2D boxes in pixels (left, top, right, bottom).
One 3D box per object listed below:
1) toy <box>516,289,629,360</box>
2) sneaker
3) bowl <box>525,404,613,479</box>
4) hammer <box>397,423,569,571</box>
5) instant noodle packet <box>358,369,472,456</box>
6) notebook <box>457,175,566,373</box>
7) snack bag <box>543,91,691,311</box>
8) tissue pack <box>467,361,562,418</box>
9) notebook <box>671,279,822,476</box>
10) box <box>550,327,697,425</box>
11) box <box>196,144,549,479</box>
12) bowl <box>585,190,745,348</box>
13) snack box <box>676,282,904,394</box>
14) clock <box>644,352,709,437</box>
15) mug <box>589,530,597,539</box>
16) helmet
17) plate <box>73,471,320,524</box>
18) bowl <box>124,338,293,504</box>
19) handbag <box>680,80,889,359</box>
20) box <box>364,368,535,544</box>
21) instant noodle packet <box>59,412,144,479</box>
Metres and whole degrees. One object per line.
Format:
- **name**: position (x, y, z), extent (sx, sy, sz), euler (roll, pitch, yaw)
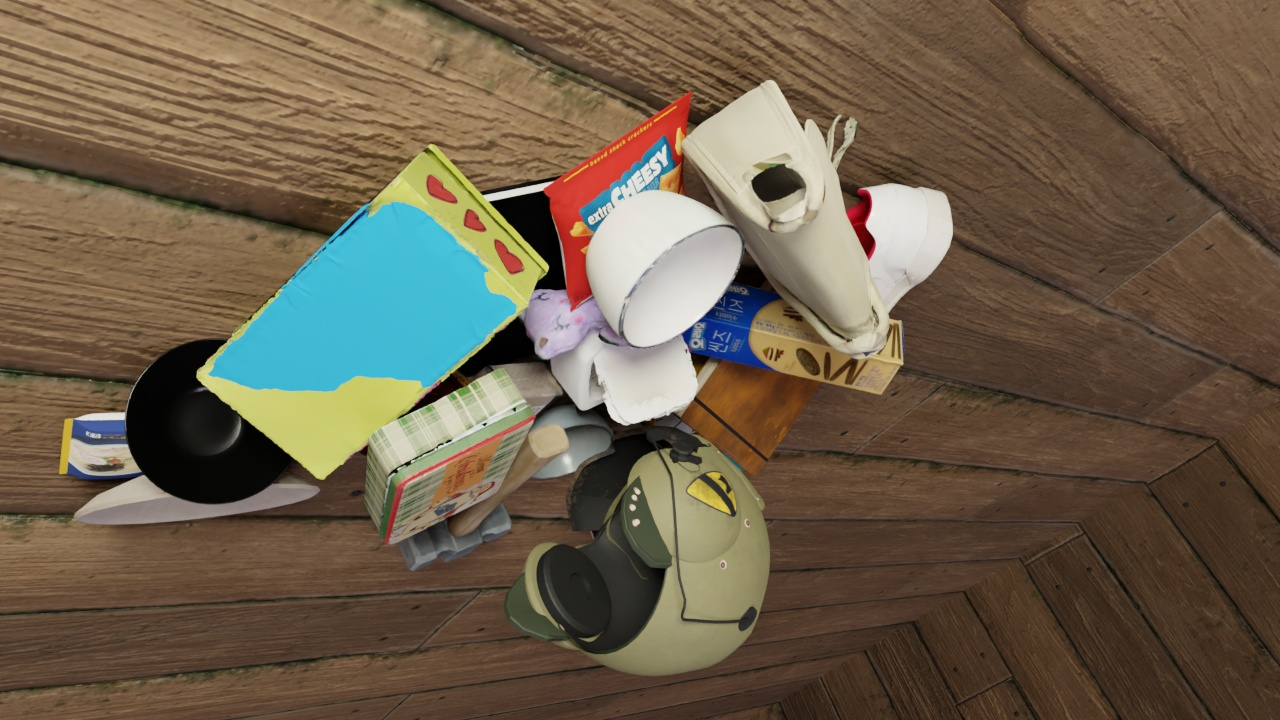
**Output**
- **toy**: position (-0.047, -0.034, 0.748), extent (0.099, 0.080, 0.037), euler (-21, 148, -19)
- **sneaker**: position (0.187, -0.078, 0.877), extent (0.104, 0.090, 0.237), euler (11, 146, -15)
- **bowl**: position (-0.084, 0.080, 0.965), extent (0.106, 0.039, 0.106), euler (-17, 149, -11)
- **hammer**: position (-0.148, 0.135, 0.916), extent (0.117, 0.051, 0.324), euler (-17, 164, -34)
- **instant noodle packet**: position (-0.210, 0.035, 0.780), extent (0.136, 0.039, 0.098), euler (-32, 133, 25)
- **notebook**: position (-0.108, -0.063, 0.749), extent (0.148, 0.016, 0.207), euler (-15, 148, -17)
- **snack bag**: position (-0.012, -0.116, 0.688), extent (0.130, 0.039, 0.144), euler (-37, 154, -18)
- **tissue pack**: position (-0.170, 0.062, 0.865), extent (0.182, 0.071, 0.103), euler (-38, 162, 27)
- **notebook**: position (0.127, 0.038, 0.995), extent (0.178, 0.014, 0.249), euler (-54, 147, -3)
- **box**: position (-0.003, 0.009, 0.807), extent (0.109, 0.130, 0.103), euler (-29, 154, -24)
- **box**: position (-0.184, -0.030, 0.638), extent (0.221, 0.082, 0.124), euler (-40, 109, 19)
- **bowl**: position (0.012, -0.072, 0.664), extent (0.116, 0.065, 0.116), euler (-33, 153, -19)
- **snack box**: position (0.136, -0.023, 0.851), extent (0.206, 0.057, 0.056), euler (12, 143, -3)
- **clock**: position (0.054, 0.051, 1.006), extent (0.113, 0.052, 0.152), euler (-16, 145, -13)
- **mug**: position (-0.023, 0.222, 1.211), extent (0.082, 0.073, 0.106), euler (-19, 178, -8)
- **helmet**: position (0.006, 0.168, 0.873), extent (0.232, 0.255, 0.251), euler (13, 135, -41)
- **plate**: position (-0.375, 0.112, 0.786), extent (0.188, 0.027, 0.189), euler (-9, 168, -2)
- **bowl**: position (-0.330, 0.047, 0.706), extent (0.123, 0.124, 0.053), euler (0, 175, -35)
- **handbag**: position (0.130, -0.117, 0.677), extent (0.132, 0.184, 0.229), euler (-35, 141, 11)
- **box**: position (-0.155, 0.083, 0.721), extent (0.117, 0.050, 0.206), euler (-29, 168, -28)
- **instant noodle packet**: position (-0.390, 0.066, 0.744), extent (0.134, 0.026, 0.087), euler (0, 147, -35)
